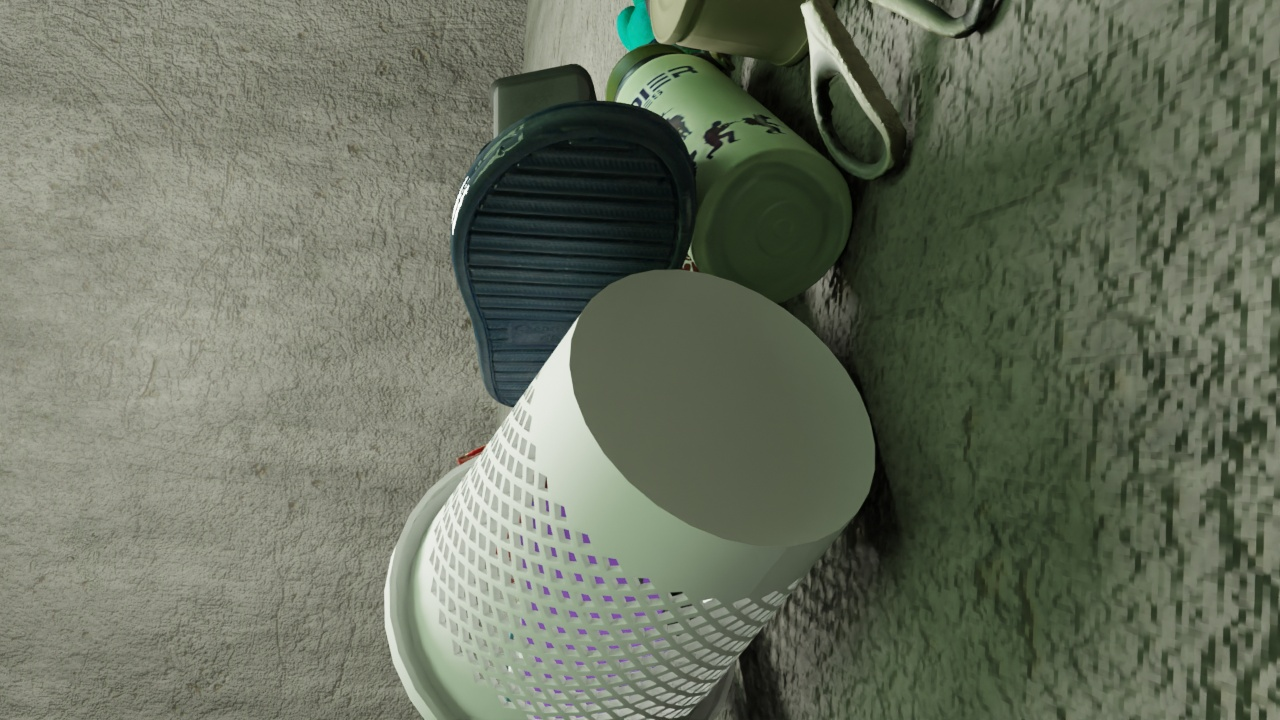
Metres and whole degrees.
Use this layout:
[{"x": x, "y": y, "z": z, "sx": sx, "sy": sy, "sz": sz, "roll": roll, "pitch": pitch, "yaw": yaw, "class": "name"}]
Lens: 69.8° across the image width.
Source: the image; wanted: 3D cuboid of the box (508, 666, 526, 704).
[{"x": -0.044, "y": 0.247, "z": 0.744, "sx": 0.108, "sy": 0.128, "sz": 0.137, "roll": -102, "pitch": 11, "yaw": -48, "class": "box"}]

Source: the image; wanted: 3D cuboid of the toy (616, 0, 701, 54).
[{"x": 0.021, "y": -0.218, "z": 0.667, "sx": 0.131, "sy": 0.072, "sz": 0.193, "roll": 106, "pitch": 154, "yaw": -49, "class": "toy"}]

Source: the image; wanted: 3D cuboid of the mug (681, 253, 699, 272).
[{"x": 0.027, "y": -0.016, "z": 0.533, "sx": 0.089, "sy": 0.073, "sz": 0.105, "roll": -98, "pitch": 17, "yaw": -44, "class": "mug"}]

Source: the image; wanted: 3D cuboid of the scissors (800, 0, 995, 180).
[{"x": 0.075, "y": -0.146, "z": 0.373, "sx": 0.158, "sy": 0.012, "sz": 0.162, "roll": 19, "pitch": 124, "yaw": 53, "class": "scissors"}]

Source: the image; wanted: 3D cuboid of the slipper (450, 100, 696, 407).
[{"x": -0.041, "y": -0.054, "z": 0.457, "sx": 0.264, "sy": 0.101, "sz": 0.082, "roll": 112, "pitch": 158, "yaw": -63, "class": "slipper"}]

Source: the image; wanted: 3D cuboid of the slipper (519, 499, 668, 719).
[{"x": -0.027, "y": 0.175, "z": 0.614, "sx": 0.266, "sy": 0.107, "sz": 0.084, "roll": -97, "pitch": 4, "yaw": -66, "class": "slipper"}]

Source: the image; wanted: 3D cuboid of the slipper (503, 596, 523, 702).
[{"x": -0.050, "y": 0.232, "z": 0.666, "sx": 0.098, "sy": 0.055, "sz": 0.268, "roll": -42, "pitch": 35, "yaw": 5, "class": "slipper"}]

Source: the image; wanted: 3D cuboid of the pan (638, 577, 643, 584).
[{"x": -0.004, "y": 0.004, "z": 0.665, "sx": 0.199, "sy": 0.021, "sz": 0.355, "roll": 91, "pitch": 179, "yaw": -53, "class": "pan"}]

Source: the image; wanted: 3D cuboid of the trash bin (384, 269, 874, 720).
[{"x": -0.003, "y": 0.074, "z": 0.430, "sx": 0.200, "sy": 0.195, "sz": 0.195, "roll": 122, "pitch": 152, "yaw": -45, "class": "trash bin"}]

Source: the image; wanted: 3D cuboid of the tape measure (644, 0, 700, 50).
[{"x": 0.039, "y": -0.235, "z": 0.575, "sx": 0.042, "sy": 0.071, "sz": 0.072, "roll": -170, "pitch": 79, "yaw": -74, "class": "tape measure"}]

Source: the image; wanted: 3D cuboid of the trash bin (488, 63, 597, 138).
[{"x": -0.071, "y": -0.124, "z": 0.847, "sx": 0.192, "sy": 0.097, "sz": 0.219, "roll": 75, "pitch": -173, "yaw": -53, "class": "trash bin"}]

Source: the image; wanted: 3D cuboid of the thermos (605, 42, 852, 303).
[{"x": 0.036, "y": -0.118, "z": 0.499, "sx": 0.231, "sy": 0.082, "sz": 0.082, "roll": -113, "pitch": 30, "yaw": -57, "class": "thermos"}]

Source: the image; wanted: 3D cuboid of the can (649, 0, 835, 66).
[{"x": 0.055, "y": -0.226, "z": 0.484, "sx": 0.128, "sy": 0.073, "sz": 0.128, "roll": -176, "pitch": 91, "yaw": -77, "class": "can"}]

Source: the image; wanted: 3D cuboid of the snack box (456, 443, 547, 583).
[{"x": -0.096, "y": 0.120, "z": 0.848, "sx": 0.236, "sy": 0.060, "sz": 0.113, "roll": 22, "pitch": -135, "yaw": -87, "class": "snack box"}]
